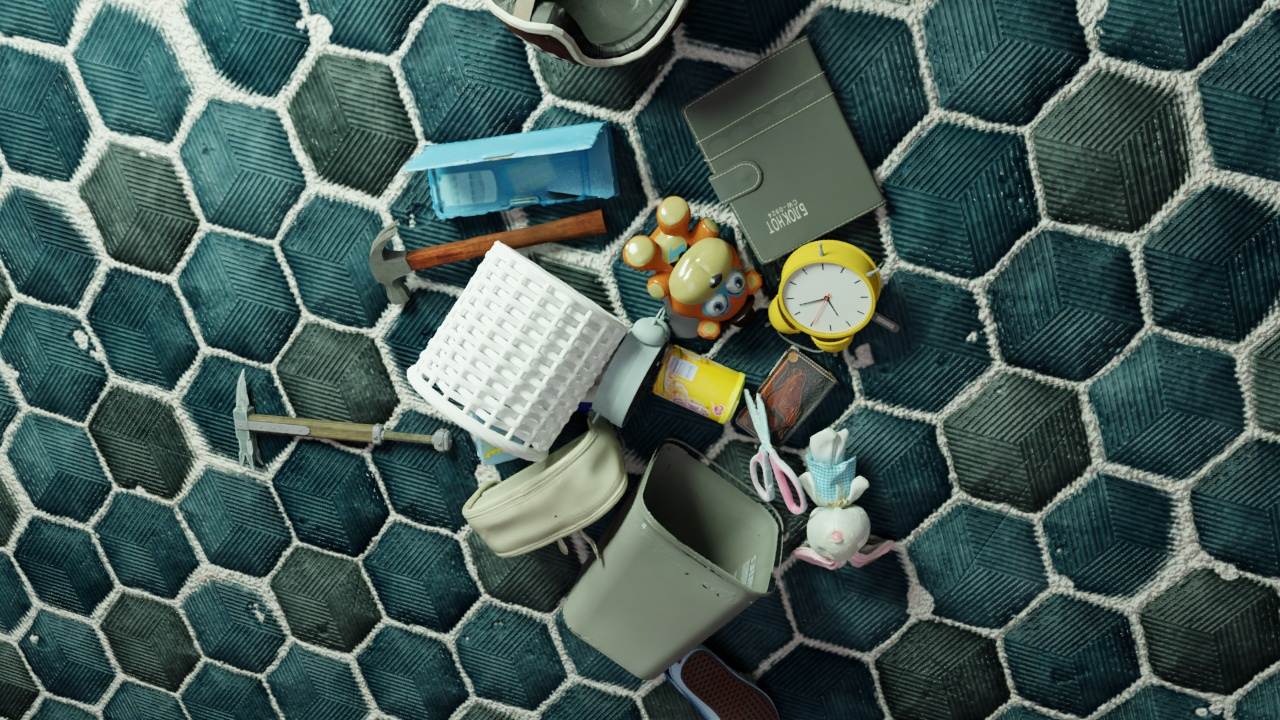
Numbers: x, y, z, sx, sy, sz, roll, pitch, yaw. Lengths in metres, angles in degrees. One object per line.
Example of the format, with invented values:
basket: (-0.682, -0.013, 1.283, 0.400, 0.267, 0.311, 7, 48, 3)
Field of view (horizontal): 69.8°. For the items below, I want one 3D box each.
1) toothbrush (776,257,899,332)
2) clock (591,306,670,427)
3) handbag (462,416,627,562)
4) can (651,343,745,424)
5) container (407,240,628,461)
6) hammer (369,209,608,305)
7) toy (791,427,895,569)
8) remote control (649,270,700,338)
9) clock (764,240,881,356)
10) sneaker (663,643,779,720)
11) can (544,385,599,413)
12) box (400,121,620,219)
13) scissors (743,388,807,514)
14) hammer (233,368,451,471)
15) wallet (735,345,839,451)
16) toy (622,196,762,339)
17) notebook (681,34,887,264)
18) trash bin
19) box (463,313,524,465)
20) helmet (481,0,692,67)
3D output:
toothbrush: (0.235, -0.078, 1.091, 0.167, 0.013, 0.013, 29, 110, -2)
clock: (-0.006, 0.006, 1.108, 0.045, 0.122, 0.159, 27, 97, 5)
handbag: (-0.107, 0.173, 1.148, 0.229, 0.183, 0.132, -31, 104, 17)
can: (0.071, 0.028, 1.126, 0.105, 0.067, 0.068, 24, 110, 3)
container: (-0.140, -0.011, 1.066, 0.189, 0.189, 0.187, 34, 93, -1)
hammer: (-0.187, -0.142, 1.126, 0.301, 0.028, 0.111, -10, 137, 8)
toy: (0.246, 0.180, 1.124, 0.131, 0.105, 0.205, -5, 108, 9)
remote control: (0.045, -0.085, 1.125, 0.046, 0.009, 0.124, -18, 104, 16)
clock: (0.211, -0.069, 1.062, 0.113, 0.051, 0.152, 24, 133, 2)
sneaker: (0.105, 0.458, 1.270, 0.083, 0.098, 0.241, -46, 115, -17)
can: (-0.094, 0.052, 1.184, 0.095, 0.032, 0.032, -7, 106, 13)
box: (-0.150, -0.217, 1.066, 0.232, 0.110, 0.094, -4, 106, 12)
scissors: (0.147, 0.108, 1.136, 0.016, 0.108, 0.179, -30, 104, -24)
hammer: (-0.410, 0.093, 1.259, 0.317, 0.028, 0.147, 4, 109, 9)
wallet: (0.180, 0.048, 1.137, 0.072, 0.019, 0.123, 37, 111, 2)
toy: (0.066, -0.103, 1.070, 0.176, 0.096, 0.112, 40, 86, -27)
notebook: (0.160, -0.233, 1.047, 0.170, 0.029, 0.209, -26, 100, 17)
trash bin: (0.032, 0.258, 1.150, 0.197, 0.197, 0.221, 36, 116, -4)
box: (-0.194, 0.034, 1.182, 0.069, 0.063, 0.210, -2, 108, 9)
helmet: (-0.051, -0.415, 0.905, 0.234, 0.253, 0.234, 26, 107, 28)
